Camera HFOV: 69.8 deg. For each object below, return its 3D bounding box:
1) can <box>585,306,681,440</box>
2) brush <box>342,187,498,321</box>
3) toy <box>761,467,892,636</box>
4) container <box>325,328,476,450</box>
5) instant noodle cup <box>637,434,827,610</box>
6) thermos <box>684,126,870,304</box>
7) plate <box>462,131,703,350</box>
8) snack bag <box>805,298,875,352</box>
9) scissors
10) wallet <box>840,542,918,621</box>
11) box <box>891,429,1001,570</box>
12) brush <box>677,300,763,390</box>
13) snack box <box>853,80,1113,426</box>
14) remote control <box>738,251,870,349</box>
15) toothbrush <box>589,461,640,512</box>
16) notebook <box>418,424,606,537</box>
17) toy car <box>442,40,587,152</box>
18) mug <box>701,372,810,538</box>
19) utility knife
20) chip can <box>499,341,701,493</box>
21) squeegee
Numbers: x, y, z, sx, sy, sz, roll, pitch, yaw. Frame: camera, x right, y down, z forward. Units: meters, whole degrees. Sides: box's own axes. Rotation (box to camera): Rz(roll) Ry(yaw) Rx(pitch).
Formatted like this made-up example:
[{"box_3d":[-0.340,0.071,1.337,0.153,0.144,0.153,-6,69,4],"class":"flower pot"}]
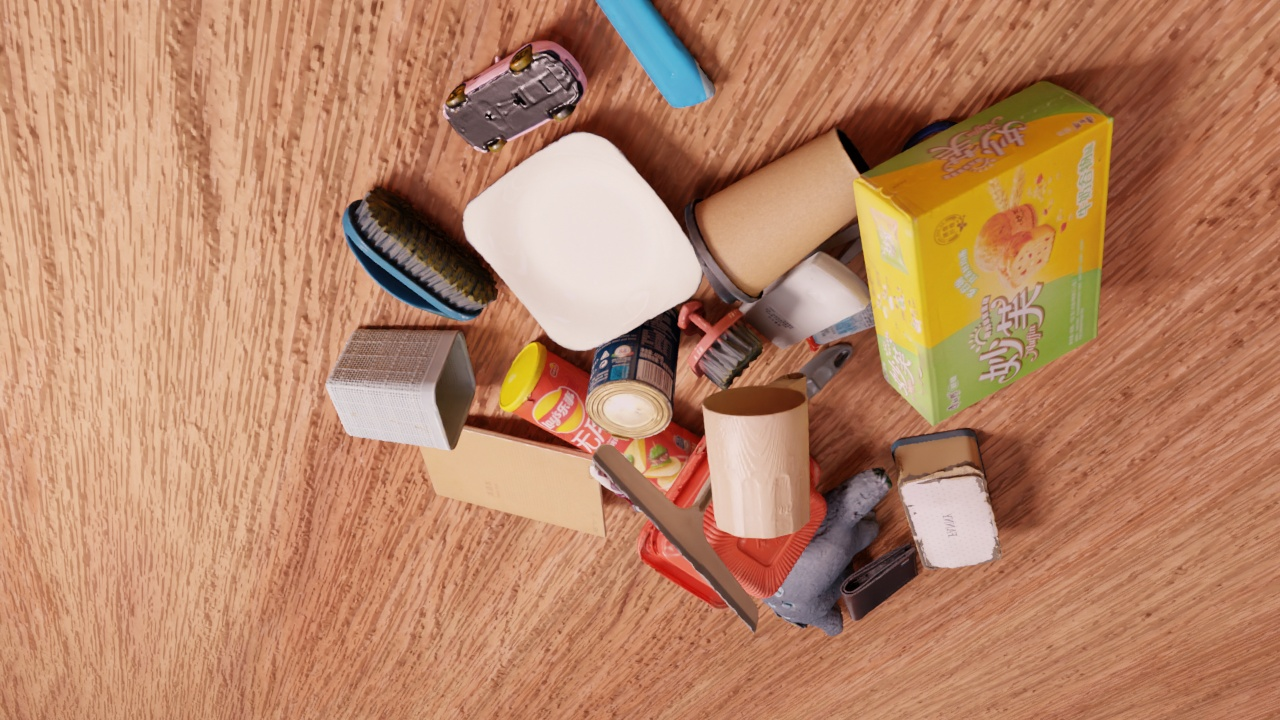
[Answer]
[{"box_3d":[-0.005,0.005,0.803,0.075,0.111,0.075,4,137,4],"class":"can"},{"box_3d":[-0.193,-0.082,0.781,0.074,0.055,0.144,-30,125,33],"class":"brush"},{"box_3d":[0.195,0.225,1.026,0.138,0.091,0.357,-4,139,-5],"class":"toy"},{"box_3d":[-0.228,0.024,0.877,0.111,0.090,0.090,5,137,8],"class":"container"},{"box_3d":[0.102,0.154,0.896,0.164,0.188,0.079,37,175,-34],"class":"instant noodle cup"},{"box_3d":[0.103,-0.109,0.691,0.143,0.092,0.093,-32,125,25],"class":"thermos"},{"box_3d":[-0.044,-0.096,0.741,0.164,0.034,0.164,-26,113,31],"class":"plate"},{"box_3d":[0.180,-0.038,0.792,0.105,0.026,0.045,-22,112,29],"class":"snack bag"},{"box_3d":[0.207,-0.114,0.719,0.147,0.012,0.170,9,138,0],"class":"scissors"},{"box_3d":[0.274,0.253,1.044,0.096,0.020,0.122,-32,148,-1],"class":"wallet"},{"box_3d":[0.315,0.143,0.944,0.090,0.059,0.184,-10,132,18],"class":"box"},{"box_3d":[0.061,-0.017,0.761,0.069,0.146,0.063,44,92,8],"class":"brush"},{"box_3d":[0.252,-0.071,0.670,0.157,0.070,0.210,-28,132,-5],"class":"snack box"},{"box_3d":[0.132,-0.047,0.750,0.056,0.019,0.135,38,156,-7],"class":"remote control"},{"box_3d":[-0.020,0.137,0.970,0.017,0.016,0.187,9,160,19],"class":"toothbrush"},{"box_3d":[-0.140,0.127,0.997,0.211,0.012,0.150,12,139,13],"class":"notebook"},{"box_3d":[-0.091,-0.192,0.665,0.123,0.037,0.056,-14,131,39],"class":"toy car"},{"box_3d":[0.106,0.075,0.758,0.084,0.124,0.103,4,107,34],"class":"mug"},{"box_3d":[-0.008,-0.237,0.617,0.034,0.018,0.166,-26,126,27],"class":"utility knife"},{"box_3d":[-0.031,0.064,0.899,0.216,0.073,0.073,32,132,-23],"class":"chip can"},{"box_3d":[0.103,0.072,0.816,0.246,0.246,0.039,50,164,-27],"class":"squeegee"}]
